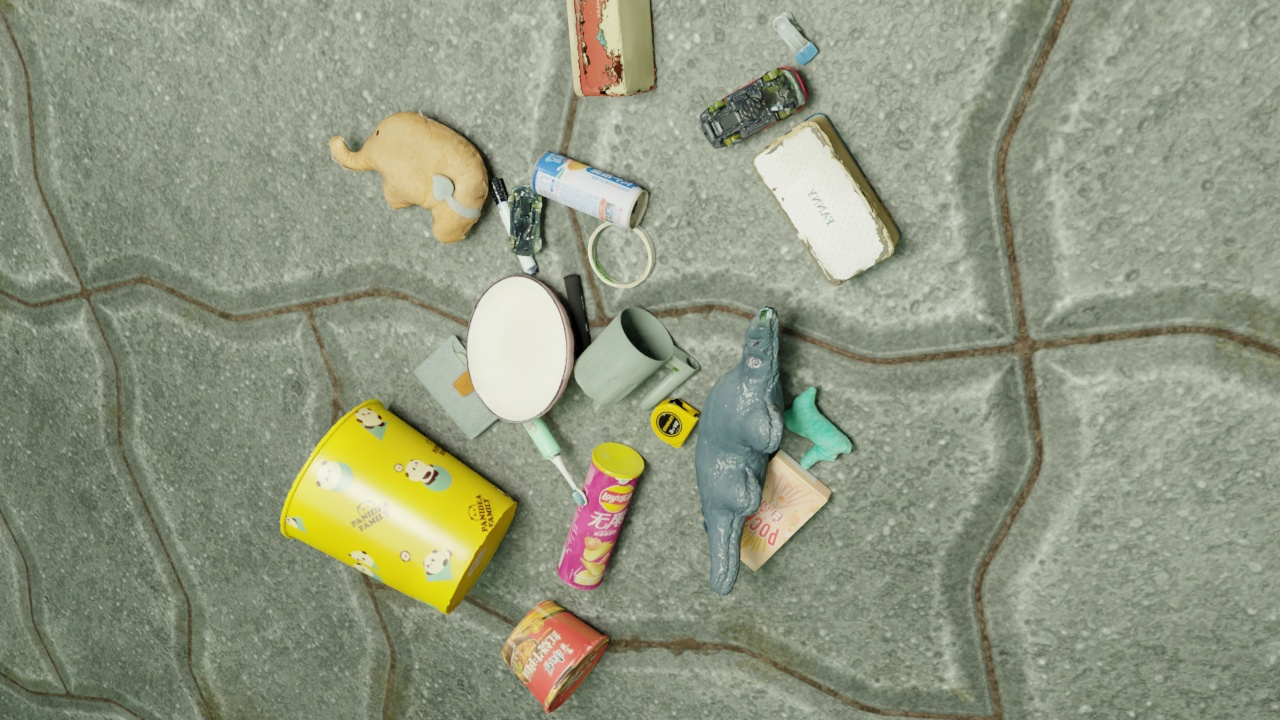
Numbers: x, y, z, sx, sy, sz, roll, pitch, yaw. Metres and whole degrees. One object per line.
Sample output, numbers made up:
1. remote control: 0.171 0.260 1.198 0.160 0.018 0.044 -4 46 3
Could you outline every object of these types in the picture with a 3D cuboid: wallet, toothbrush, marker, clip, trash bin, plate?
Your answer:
1. wallet: -0.249 0.039 1.291 0.107 0.036 0.129 -38 92 33
2. toothbrush: -0.134 0.101 1.232 0.026 0.027 0.224 -41 74 21
3. marker: -0.080 -0.046 1.184 0.022 0.020 0.132 -15 110 -17
4. clip: 0.159 -0.335 0.952 0.025 0.029 0.057 -34 104 34
5. trash bin: -0.331 0.216 1.305 0.255 0.229 0.230 30 121 5
6. plate: -0.152 -0.015 1.194 0.193 0.039 0.192 1 91 40
7. marker: -0.162 -0.171 1.173 0.023 0.018 0.131 -19 102 21

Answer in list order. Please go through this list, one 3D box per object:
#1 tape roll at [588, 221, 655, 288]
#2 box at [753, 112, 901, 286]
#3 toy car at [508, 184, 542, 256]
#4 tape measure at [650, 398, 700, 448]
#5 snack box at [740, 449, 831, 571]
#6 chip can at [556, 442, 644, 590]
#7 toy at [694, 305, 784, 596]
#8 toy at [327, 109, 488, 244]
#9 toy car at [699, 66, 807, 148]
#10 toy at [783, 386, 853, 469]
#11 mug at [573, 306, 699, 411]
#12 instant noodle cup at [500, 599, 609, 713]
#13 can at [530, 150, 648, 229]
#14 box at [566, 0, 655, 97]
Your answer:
1. tape roll: -0.023 -0.131 1.125 0.086 0.013 0.086 10 114 22
2. box: 0.195 -0.176 0.978 0.090 0.059 0.184 -29 95 31
3. toy car: -0.144 -0.175 1.148 0.043 0.034 0.091 -1 112 -8
4. tape measure: 0.044 0.077 1.172 0.057 0.028 0.060 34 121 8
5. snack box: 0.161 0.192 1.165 0.084 0.026 0.158 40 122 6
6. chip can: -0.057 0.215 1.254 0.071 0.071 0.211 26 120 14
7. toy: 0.116 0.097 1.087 0.091 0.137 0.357 6 110 -8
8. toy: -0.291 -0.249 1.165 0.226 0.082 0.144 33 114 13
9. toy car: 0.121 -0.270 0.979 0.121 0.045 0.053 -19 104 36
10. toy: 0.208 0.088 1.098 0.092 0.030 0.097 42 128 7
11. mug: -0.007 0.007 1.145 0.124 0.083 0.104 34 126 -20
12. instant noodle cup: -0.129 0.427 1.348 0.108 0.137 0.138 36 122 18
13. can: -0.061 -0.202 1.090 0.134 0.053 0.053 24 119 15
14. box: -0.025 -0.370 0.980 0.077 0.091 0.168 7 114 27
